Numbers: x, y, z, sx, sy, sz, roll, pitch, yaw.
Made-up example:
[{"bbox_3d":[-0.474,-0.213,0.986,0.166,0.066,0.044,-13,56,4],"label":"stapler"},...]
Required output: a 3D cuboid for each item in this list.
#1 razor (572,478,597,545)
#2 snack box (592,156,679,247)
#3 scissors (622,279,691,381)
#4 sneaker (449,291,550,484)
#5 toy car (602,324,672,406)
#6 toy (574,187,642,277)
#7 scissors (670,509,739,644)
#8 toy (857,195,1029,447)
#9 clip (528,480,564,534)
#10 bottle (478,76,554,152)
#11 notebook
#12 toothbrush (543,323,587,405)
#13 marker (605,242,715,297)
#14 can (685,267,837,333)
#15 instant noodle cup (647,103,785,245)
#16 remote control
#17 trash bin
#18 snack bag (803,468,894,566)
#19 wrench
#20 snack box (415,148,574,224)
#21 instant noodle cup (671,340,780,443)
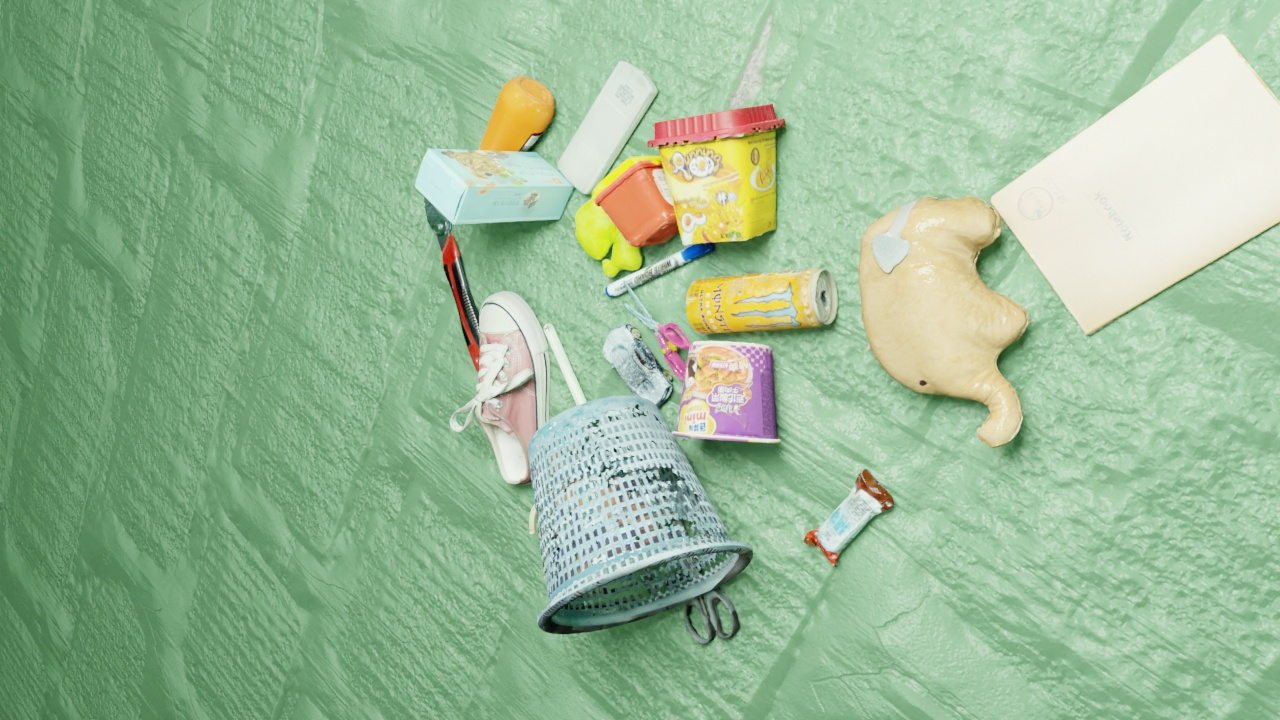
[{"bbox_3d":[-0.067,0.161,1.094,0.043,0.028,0.132,1,98,0],"label":"razor"},{"bbox_3d":[0.009,-0.168,0.972,0.082,0.091,0.080,-36,82,32],"label":"snack box"},{"bbox_3d":[0.018,-0.039,0.998,0.135,0.017,0.108,57,161,12],"label":"scissors"},{"bbox_3d":[-0.167,0.037,1.113,0.118,0.087,0.241,-4,94,35],"label":"sneaker"},{"bbox_3d":[-0.006,0.006,1.035,0.049,0.031,0.105,-46,69,28],"label":"toy car"},{"bbox_3d":[-0.037,-0.144,1.038,0.100,0.031,0.097,17,93,26],"label":"toy"},{"bbox_3d":[0.066,0.227,1.022,0.133,0.014,0.175,14,100,34],"label":"scissors"},{"bbox_3d":[0.267,-0.032,0.815,0.144,0.082,0.226,-16,88,43],"label":"toy"},{"bbox_3d":[-0.110,0.170,1.103,0.035,0.094,0.102,-1,105,35],"label":"clip"},{"bbox_3d":[-0.160,-0.265,1.097,0.066,0.066,0.150,53,128,18],"label":"bottle"},{"bbox_3d":[0.415,-0.137,0.745,0.208,0.008,0.147,-38,74,31],"label":"notebook"},{"bbox_3d":[-0.074,0.039,1.093,0.029,0.020,0.189,-33,75,28],"label":"toothbrush"},{"bbox_3d":[0.019,-0.101,1.015,0.146,0.016,0.017,-22,82,34],"label":"marker"},{"bbox_3d":[0.120,-0.059,0.925,0.146,0.058,0.058,-2,93,35],"label":"can"},{"bbox_3d":[0.081,-0.184,0.914,0.116,0.115,0.124,0,106,34],"label":"instant noodle cup"},{"bbox_3d":[-0.038,-0.261,1.034,0.058,0.021,0.150,48,119,21],"label":"remote control"},{"bbox_3d":[-0.021,0.152,0.958,0.227,0.226,0.195,-37,60,31],"label":"trash bin"},{"bbox_3d":[0.205,0.158,0.909,0.045,0.026,0.105,50,119,30],"label":"snack bag"},{"bbox_3d":[-0.235,-0.113,1.189,0.056,0.016,0.273,-18,84,35],"label":"wrench"},{"bbox_3d":[-0.161,-0.196,1.033,0.074,0.174,0.052,43,122,24],"label":"snack box"},{"bbox_3d":[0.088,0.032,0.931,0.112,0.111,0.099,1,88,34],"label":"instant noodle cup"}]
